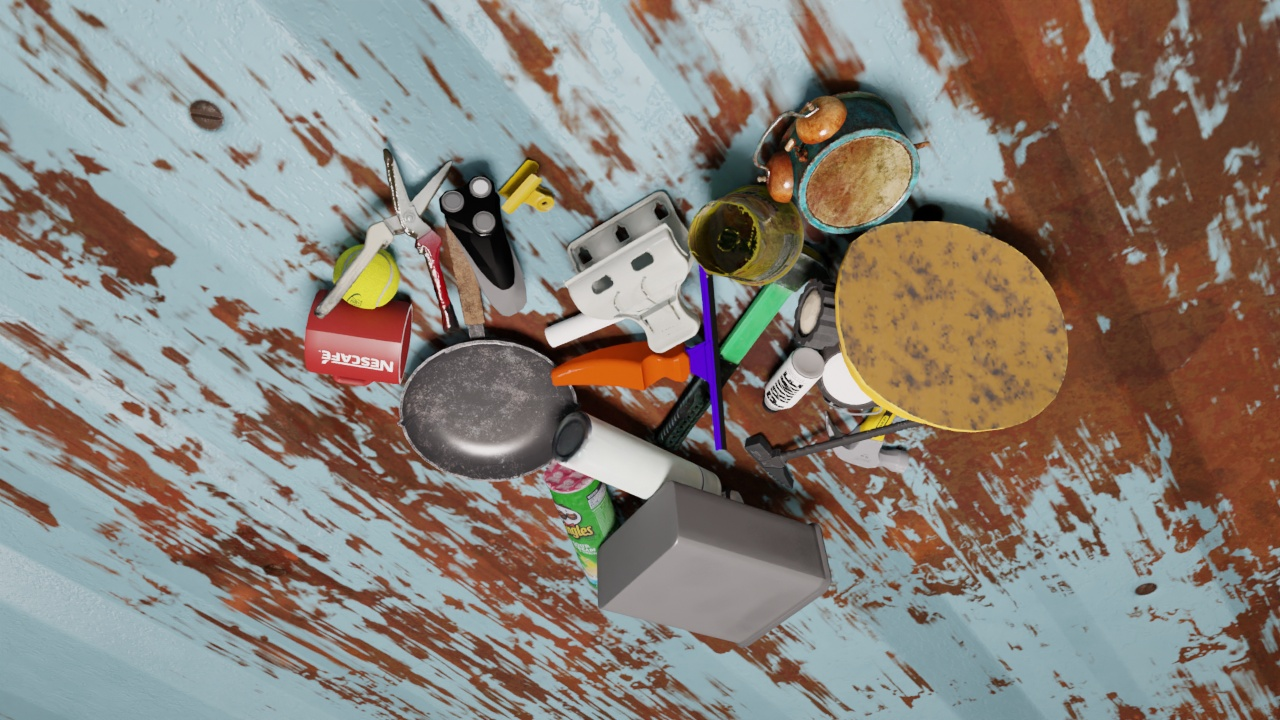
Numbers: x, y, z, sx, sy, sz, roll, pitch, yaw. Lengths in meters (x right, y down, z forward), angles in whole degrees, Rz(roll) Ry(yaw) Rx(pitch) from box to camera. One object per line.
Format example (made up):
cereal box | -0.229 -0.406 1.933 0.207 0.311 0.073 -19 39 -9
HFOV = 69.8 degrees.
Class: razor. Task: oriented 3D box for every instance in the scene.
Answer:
razor | -0.149 -0.106 0.911 0.057 0.060 0.156 -31 144 -14

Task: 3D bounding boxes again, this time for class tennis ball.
tennis ball | -0.279 -0.086 0.935 0.065 0.065 0.065 -1 131 -1

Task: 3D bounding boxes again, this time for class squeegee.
squeegee | -0.006 0.006 1.012 0.185 0.055 0.250 -7 125 1

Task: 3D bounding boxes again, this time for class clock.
clock | 0.241 0.016 1.027 0.091 0.043 0.123 -4 115 22
clock | 0.175 -0.189 0.847 0.157 0.073 0.122 12 131 -26

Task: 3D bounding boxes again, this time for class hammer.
hammer | 0.102 -0.006 1.036 0.130 0.032 0.320 20 128 -18
hammer | 0.281 0.087 1.070 0.326 0.015 0.095 -20 126 36
hammer | 0.314 0.007 1.054 0.127 0.029 0.325 12 129 -11

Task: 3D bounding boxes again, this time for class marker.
marker | -0.042 -0.049 0.998 0.133 0.023 0.027 -21 159 16

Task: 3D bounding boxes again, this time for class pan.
pan | -0.178 -0.010 1.021 0.207 0.040 0.358 -5 123 -4

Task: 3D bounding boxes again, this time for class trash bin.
trash bin | 0.086 0.255 1.130 0.219 0.097 0.192 21 132 -24

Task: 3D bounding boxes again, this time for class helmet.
helmet | 0.280 -0.021 0.922 0.255 0.205 0.132 11 163 -14

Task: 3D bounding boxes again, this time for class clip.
clip | -0.002 -0.077 0.910 0.127 0.110 0.150 -27 82 24
clip | -0.108 -0.163 0.897 0.048 0.046 0.054 46 118 -5

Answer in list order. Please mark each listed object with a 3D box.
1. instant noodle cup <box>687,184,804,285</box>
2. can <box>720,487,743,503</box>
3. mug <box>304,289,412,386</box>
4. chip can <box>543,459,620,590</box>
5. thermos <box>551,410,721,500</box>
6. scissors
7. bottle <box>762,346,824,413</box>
instant noodle cup | 0.093 -0.117 0.865 0.102 0.108 0.102 4 99 22
can | 0.073 0.213 1.203 0.127 0.064 0.064 -19 129 15
mug | -0.302 -0.014 0.990 0.096 0.080 0.117 9 137 -8
chip can | -0.063 0.213 1.196 0.075 0.075 0.223 -9 131 7
thermos | 0.000 0.129 1.102 0.230 0.067 0.068 28 125 -36
scissors | -0.243 -0.101 0.896 0.179 0.015 0.199 -25 120 -14
bottle | 0.169 0.028 1.045 0.041 0.041 0.116 10 151 -10
